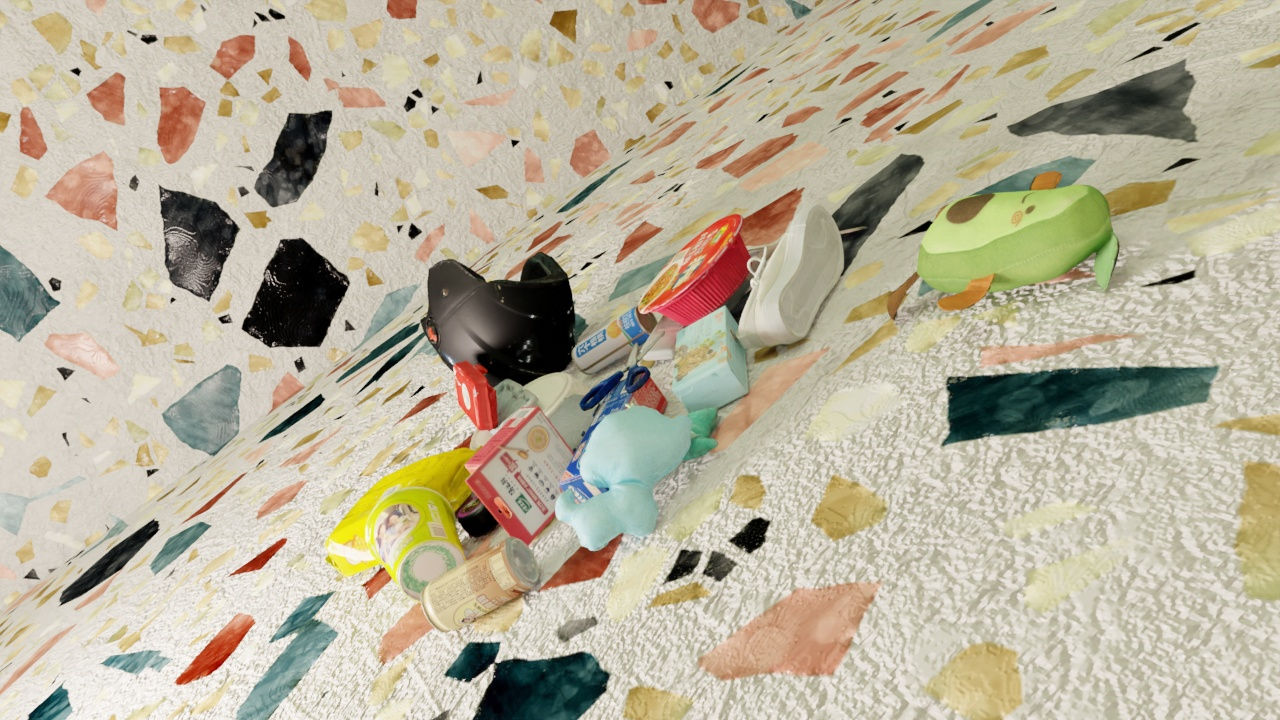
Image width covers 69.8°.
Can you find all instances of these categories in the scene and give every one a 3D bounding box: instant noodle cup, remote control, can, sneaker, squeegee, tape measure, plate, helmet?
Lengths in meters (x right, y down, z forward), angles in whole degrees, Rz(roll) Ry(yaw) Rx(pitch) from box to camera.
[{"bbox_3d":[0.086,-0.116,1.276,0.194,0.066,0.193,-41,17,15],"label":"instant noodle cup"},{"bbox_3d":[0.046,-0.042,1.316,0.056,0.020,0.135,-4,32,27],"label":"remote control"},{"bbox_3d":[-0.039,-0.029,1.370,0.135,0.053,0.053,-31,18,29],"label":"can"},{"bbox_3d":[0.183,-0.100,1.150,0.091,0.089,0.241,-22,28,44],"label":"sneaker"},{"bbox_3d":[0.155,-0.113,1.289,0.249,0.040,0.248,-45,22,-26],"label":"squeegee"},{"bbox_3d":[-0.197,0.193,1.143,0.057,0.039,0.057,-32,14,9],"label":"tape measure"},{"bbox_3d":[-0.166,0.088,1.336,0.205,0.045,0.204,-30,20,12],"label":"plate"},{"bbox_3d":[-0.167,0.235,0.960,0.116,0.058,0.058,-30,19,13],"label":"can"},{"bbox_3d":[-0.232,-0.058,1.518,0.276,0.230,0.232,-20,-7,42],"label":"helmet"},{"bbox_3d":[-0.259,0.224,1.084,0.111,0.112,0.123,-38,27,-10],"label":"instant noodle cup"}]

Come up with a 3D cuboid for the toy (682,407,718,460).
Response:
[{"bbox_3d":[0.054,0.082,1.003,0.097,0.030,0.091,-20,20,32],"label":"toy"}]

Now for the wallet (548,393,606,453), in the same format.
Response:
[{"bbox_3d":[-0.091,0.096,1.202,0.107,0.037,0.129,1,40,43],"label":"wallet"}]

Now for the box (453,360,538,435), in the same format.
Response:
[{"bbox_3d":[-0.208,0.051,1.334,0.098,0.095,0.201,-9,10,-18],"label":"box"}]

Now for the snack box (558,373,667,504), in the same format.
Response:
[{"bbox_3d":[-0.029,0.093,1.070,0.057,0.058,0.206,-24,21,29],"label":"snack box"}]

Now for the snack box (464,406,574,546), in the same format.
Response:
[{"bbox_3d":[-0.137,0.136,1.062,0.044,0.113,0.126,-6,34,52],"label":"snack box"}]

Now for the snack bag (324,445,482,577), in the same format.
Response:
[{"bbox_3d":[-0.329,0.203,1.269,0.247,0.068,0.157,-26,19,36],"label":"snack bag"}]

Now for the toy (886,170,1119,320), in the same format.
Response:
[{"bbox_3d":[0.348,-0.117,0.896,0.226,0.090,0.247,-51,20,-23],"label":"toy"}]

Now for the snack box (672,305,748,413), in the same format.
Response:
[{"bbox_3d":[0.085,-0.001,1.113,0.074,0.051,0.174,-30,20,17],"label":"snack box"}]

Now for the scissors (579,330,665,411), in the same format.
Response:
[{"bbox_3d":[-0.019,0.013,1.143,0.163,0.012,0.162,-34,16,-7],"label":"scissors"}]

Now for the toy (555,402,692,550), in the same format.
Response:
[{"bbox_3d":[-0.016,0.111,0.944,0.161,0.050,0.156,-17,58,0],"label":"toy"}]
